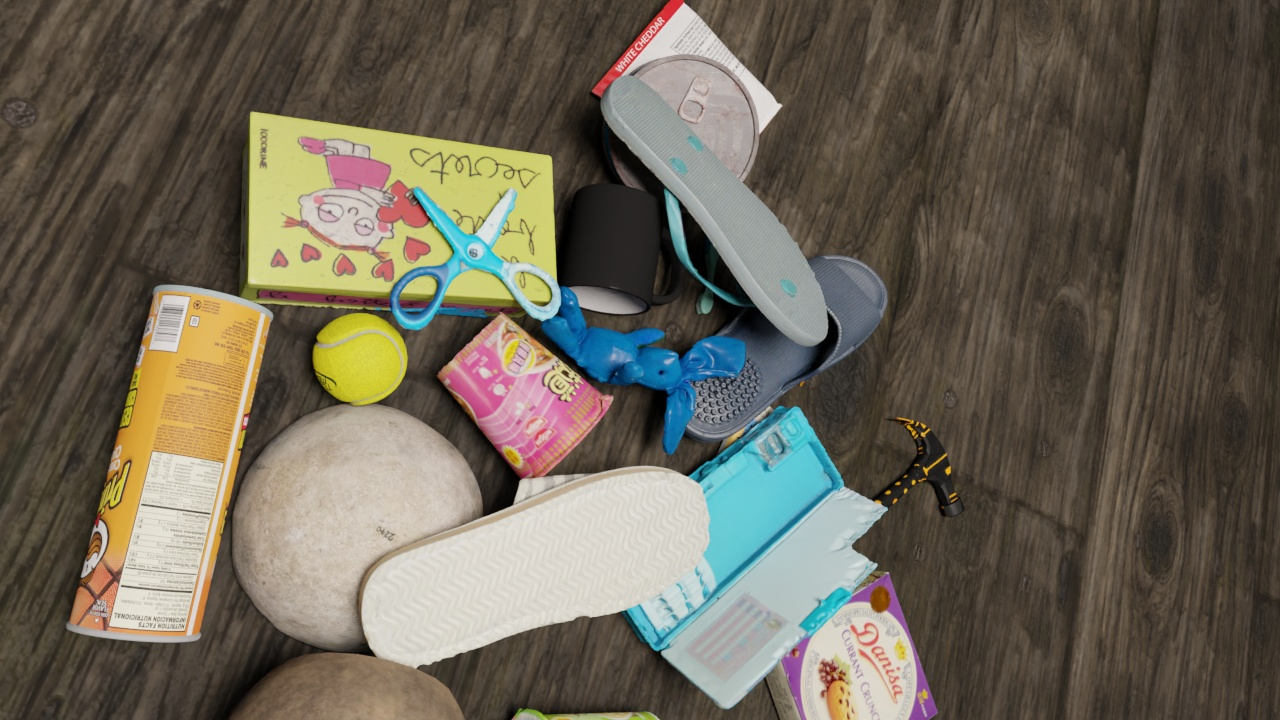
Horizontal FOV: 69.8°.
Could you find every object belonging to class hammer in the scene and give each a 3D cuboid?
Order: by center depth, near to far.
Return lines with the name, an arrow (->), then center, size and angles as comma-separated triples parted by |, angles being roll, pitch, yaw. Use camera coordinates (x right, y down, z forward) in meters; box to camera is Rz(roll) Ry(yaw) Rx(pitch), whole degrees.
hammer -> 0.190, 0.163, 0.864 | 0.319, 0.036, 0.123 | -30, 96, -30

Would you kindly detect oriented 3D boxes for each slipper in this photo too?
slipper -> -0.068, 0.142, 0.657 | 0.272, 0.054, 0.114 | -10, 106, -33
slipper -> 0.059, -0.118, 0.760 | 0.269, 0.055, 0.098 | 50, 43, -9
slipper -> 0.132, -0.028, 0.821 | 0.263, 0.083, 0.101 | -36, 79, -25

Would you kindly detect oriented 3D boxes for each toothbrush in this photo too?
toothbrush -> 0.068, -0.105, 0.848 | 0.022, 0.017, 0.135 | 19, 72, -24

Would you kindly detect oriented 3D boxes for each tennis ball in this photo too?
tennis ball -> -0.201, -0.001, 0.659 | 0.065, 0.065, 0.065 | 4, 80, -28

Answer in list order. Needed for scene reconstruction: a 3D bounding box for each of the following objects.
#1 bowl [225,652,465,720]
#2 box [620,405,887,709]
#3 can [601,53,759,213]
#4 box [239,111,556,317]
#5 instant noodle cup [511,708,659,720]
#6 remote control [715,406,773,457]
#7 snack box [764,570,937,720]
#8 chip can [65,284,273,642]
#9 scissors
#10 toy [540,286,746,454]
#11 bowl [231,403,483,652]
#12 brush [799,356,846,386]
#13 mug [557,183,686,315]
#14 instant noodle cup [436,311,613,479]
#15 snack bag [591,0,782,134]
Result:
bowl -> -0.184, 0.244, 0.588 | 0.162, 0.163, 0.070 | 26, 46, -22
box -> 0.093, 0.162, 0.770 | 0.226, 0.086, 0.169 | -37, 68, -19
can -> 0.034, -0.195, 0.792 | 0.130, 0.044, 0.130 | -3, 106, -9
box -> -0.176, -0.099, 0.679 | 0.220, 0.083, 0.124 | 4, 81, -26
instant noodle cup -> -0.036, 0.308, 0.691 | 0.107, 0.099, 0.099 | 7, 79, -35
remote control -> 0.086, 0.093, 0.826 | 0.038, 0.018, 0.125 | 34, 70, -20
snack box -> 0.188, 0.288, 0.838 | 0.147, 0.041, 0.143 | -21, 93, -29
chip can -> -0.299, 0.065, 0.591 | 0.075, 0.075, 0.214 | 14, 76, -26
scissors -> -0.121, -0.066, 0.654 | 0.134, 0.011, 0.139 | 49, 65, -17
toy -> -0.004, 0.004, 0.747 | 0.176, 0.071, 0.112 | 24, 61, -17
bowl -> -0.189, 0.116, 0.642 | 0.178, 0.081, 0.178 | 5, 80, -26
brush -> 0.191, -0.029, 0.899 | 0.048, 0.017, 0.126 | 41, 66, -17
mug -> -0.010, -0.086, 0.769 | 0.113, 0.078, 0.088 | 17, 75, -34
instant noodle cup -> -0.094, 0.026, 0.703 | 0.108, 0.098, 0.097 | 45, 65, -7
snack bag -> 0.048, -0.240, 0.839 | 0.144, 0.039, 0.130 | 42, 75, -17
